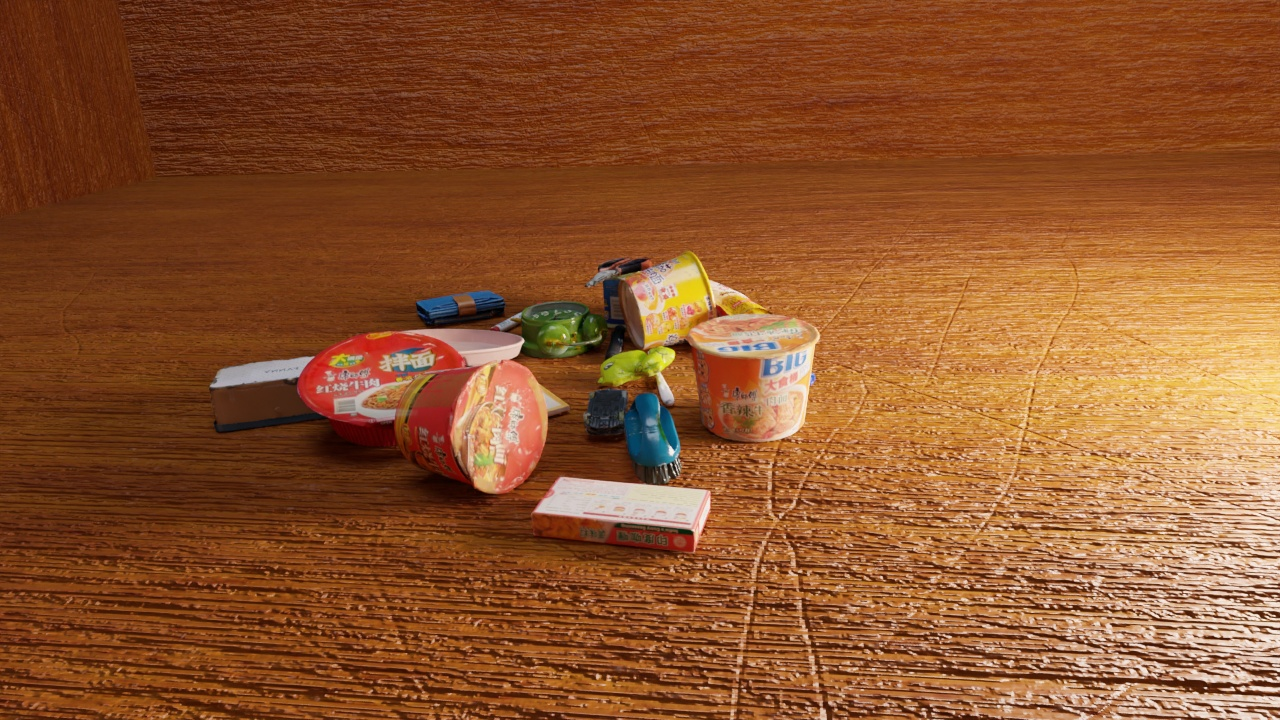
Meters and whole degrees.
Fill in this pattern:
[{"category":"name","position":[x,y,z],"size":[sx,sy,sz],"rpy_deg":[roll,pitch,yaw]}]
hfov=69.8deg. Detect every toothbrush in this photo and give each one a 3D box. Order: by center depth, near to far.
[{"category":"toothbrush","position":[0.026,0.022,1.213],"size":[0.016,0.016,0.180],"rpy_deg":[-7,21,-5]}]

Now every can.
[{"category":"can","position":[-0.023,-0.105,1.468],"size":[0.057,0.083,0.101],"rpy_deg":[4,21,18]}]

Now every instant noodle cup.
[{"category":"instant noodle cup","position":[-0.181,0.065,0.966],"size":[0.109,0.138,0.137],"rpy_deg":[2,19,37]},{"category":"instant noodle cup","position":[0.130,0.020,1.065],"size":[0.151,0.111,0.151],"rpy_deg":[-2,20,1]},{"category":"instant noodle cup","position":[-0.305,0.041,1.096],"size":[0.194,0.066,0.193],"rpy_deg":[2,32,-1]},{"category":"instant noodle cup","position":[0.036,-0.081,1.338],"size":[0.109,0.138,0.138],"rpy_deg":[-17,23,-14]}]

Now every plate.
[{"category":"plate","position":[-0.277,-0.017,1.279],"size":[0.229,0.028,0.229],"rpy_deg":[0,9,0]}]

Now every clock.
[{"category":"clock","position":[-0.116,-0.044,1.353],"size":[0.116,0.056,0.161],"rpy_deg":[-16,24,-30]}]

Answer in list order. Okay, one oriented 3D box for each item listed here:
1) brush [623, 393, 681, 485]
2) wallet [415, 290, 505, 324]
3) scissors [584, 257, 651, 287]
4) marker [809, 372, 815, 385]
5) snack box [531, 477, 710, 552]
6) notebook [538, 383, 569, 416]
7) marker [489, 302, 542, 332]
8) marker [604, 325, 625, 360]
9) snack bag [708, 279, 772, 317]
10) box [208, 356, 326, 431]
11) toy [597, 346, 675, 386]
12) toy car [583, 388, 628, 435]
[{"category":"brush","position":[0.011,0.075,0.986],"size":[0.055,0.073,0.143],"rpy_deg":[-8,21,-2]},{"category":"wallet","position":[-0.303,-0.092,1.540],"size":[0.133,0.040,0.106],"rpy_deg":[-12,18,-22]},{"category":"scissors","position":[-0.031,-0.131,1.359],"size":[0.182,0.015,0.209],"rpy_deg":[-11,15,-20]},{"category":"marker","position":[0.170,0.008,1.230],"size":[0.016,0.017,0.146],"rpy_deg":[-20,27,-40]},{"category":"snack box","position":[-0.017,0.144,0.869],"size":[0.156,0.027,0.076],"rpy_deg":[3,20,15]},{"category":"notebook","position":[-0.199,0.046,1.182],"size":[0.145,0.010,0.206],"rpy_deg":[-14,22,-26]},{"category":"marker","position":[-0.198,-0.067,1.486],"size":[0.017,0.017,0.144],"rpy_deg":[7,23,25]},{"category":"marker","position":[-0.037,-0.024,1.344],"size":[0.022,0.020,0.131],"rpy_deg":[-17,18,9]},{"category":"snack bag","position":[0.139,-0.074,1.364],"size":[0.128,0.073,0.207],"rpy_deg":[30,12,-23]},{"category":"box","position":[-0.459,0.039,1.166],"size":[0.184,0.063,0.089],"rpy_deg":[-9,20,-11]},{"category":"toy","position":[-0.007,0.007,1.219],"size":[0.100,0.031,0.096],"rpy_deg":[0,30,38]},{"category":"toy car","position":[-0.039,0.062,1.088],"size":[0.049,0.031,0.105],"rpy_deg":[-1,22,3]}]
